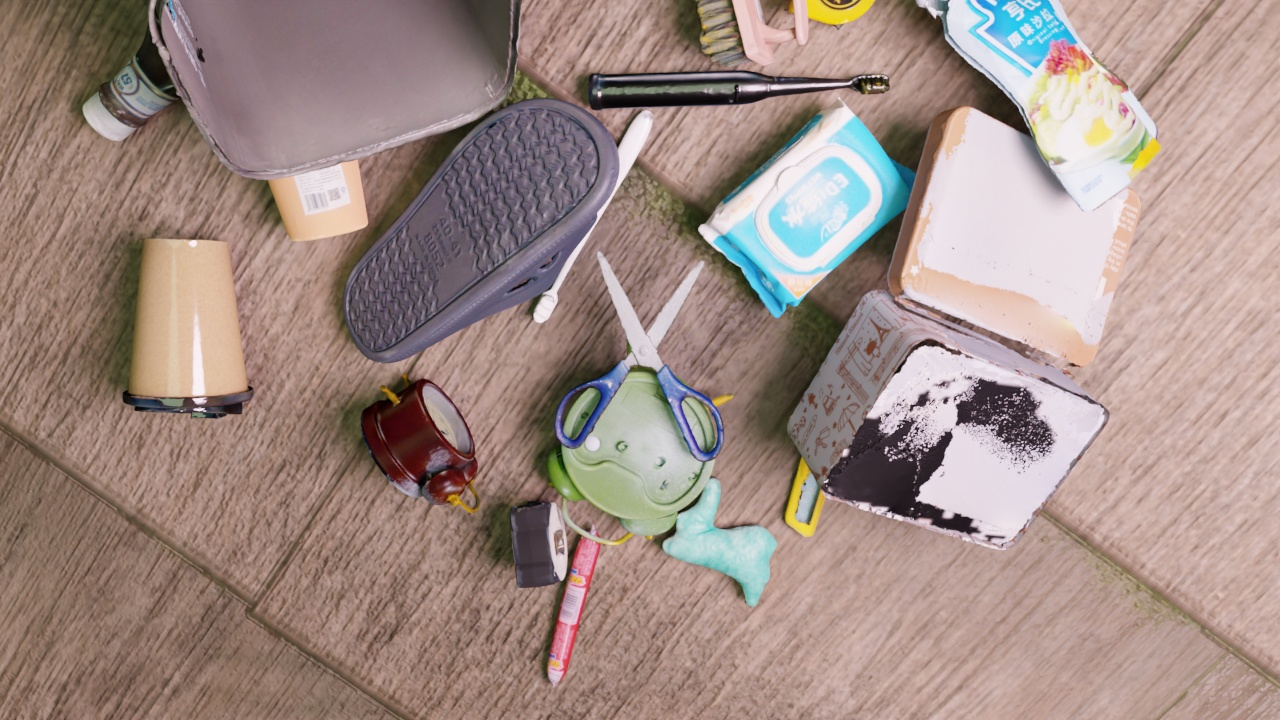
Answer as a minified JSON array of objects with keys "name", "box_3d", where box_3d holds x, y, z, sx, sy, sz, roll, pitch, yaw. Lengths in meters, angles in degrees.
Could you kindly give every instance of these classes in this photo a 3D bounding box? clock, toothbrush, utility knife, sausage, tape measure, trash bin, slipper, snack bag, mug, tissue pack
[{"name":"clock","box_3d":[-0.165,0.069,0.715,0.055,0.082,0.122,-33,96,6]},{"name":"toothbrush","box_3d":[-0.037,-0.106,0.693,0.016,0.016,0.180,28,104,-7]},{"name":"utility knife","box_3d":[0.145,0.068,0.716,0.033,0.015,0.155,15,105,5]},{"name":"sausage","box_3d":[-0.058,0.207,0.769,0.020,0.020,0.156,16,104,2]},{"name":"tape measure","box_3d":[0.135,-0.262,0.631,0.057,0.028,0.060,16,122,-2]},{"name":"trash bin","box_3d":[-0.205,-0.263,0.551,0.198,0.199,0.219,-22,77,-16]},{"name":"slipper","box_3d":[-0.113,-0.090,0.678,0.269,0.083,0.110,-34,74,28]},{"name":"snack bag","box_3d":[0.260,-0.194,0.599,0.110,0.039,0.191,-39,92,-20]},{"name":"clock","box_3d":[-0.007,0.074,0.712,0.116,0.056,0.161,29,104,-1]},{"name":"toothbrush","box_3d":[0.069,-0.194,0.655,0.213,0.027,0.026,0,124,6]},{"name":"mug","box_3d":[-0.244,-0.154,0.675,0.078,0.078,0.123,-8,107,8]},{"name":"tissue pack","box_3d":[0.120,-0.108,0.652,0.140,0.063,0.090,-42,98,13]},{"name":"tape measure","box_3d":[-0.080,0.145,0.732,0.033,0.066,0.065,-7,84,6]}]

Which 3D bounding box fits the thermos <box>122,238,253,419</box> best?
[{"name":"thermos","box_3d":[-0.351,-0.022,0.713,0.093,0.093,0.143,2,95,5]}]

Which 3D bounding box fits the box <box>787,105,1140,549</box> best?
[{"name":"box","box_3d":[0.231,-0.016,0.623,0.177,0.106,0.272,18,100,-21]}]

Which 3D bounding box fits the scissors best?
[{"name":"scissors","box_3d":[0.001,0.006,0.660,0.162,0.012,0.176,-34,97,12]}]

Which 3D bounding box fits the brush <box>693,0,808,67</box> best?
[{"name":"brush","box_3d":[0.065,-0.274,0.617,0.073,0.063,0.145,-13,97,22]}]

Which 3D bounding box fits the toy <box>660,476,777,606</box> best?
[{"name":"toy","box_3d":[0.065,0.144,0.736,0.092,0.030,0.096,14,99,0]}]

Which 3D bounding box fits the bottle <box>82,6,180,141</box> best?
[{"name":"bottle","box_3d":[-0.331,-0.232,0.679,0.195,0.044,0.080,-32,92,13]}]
